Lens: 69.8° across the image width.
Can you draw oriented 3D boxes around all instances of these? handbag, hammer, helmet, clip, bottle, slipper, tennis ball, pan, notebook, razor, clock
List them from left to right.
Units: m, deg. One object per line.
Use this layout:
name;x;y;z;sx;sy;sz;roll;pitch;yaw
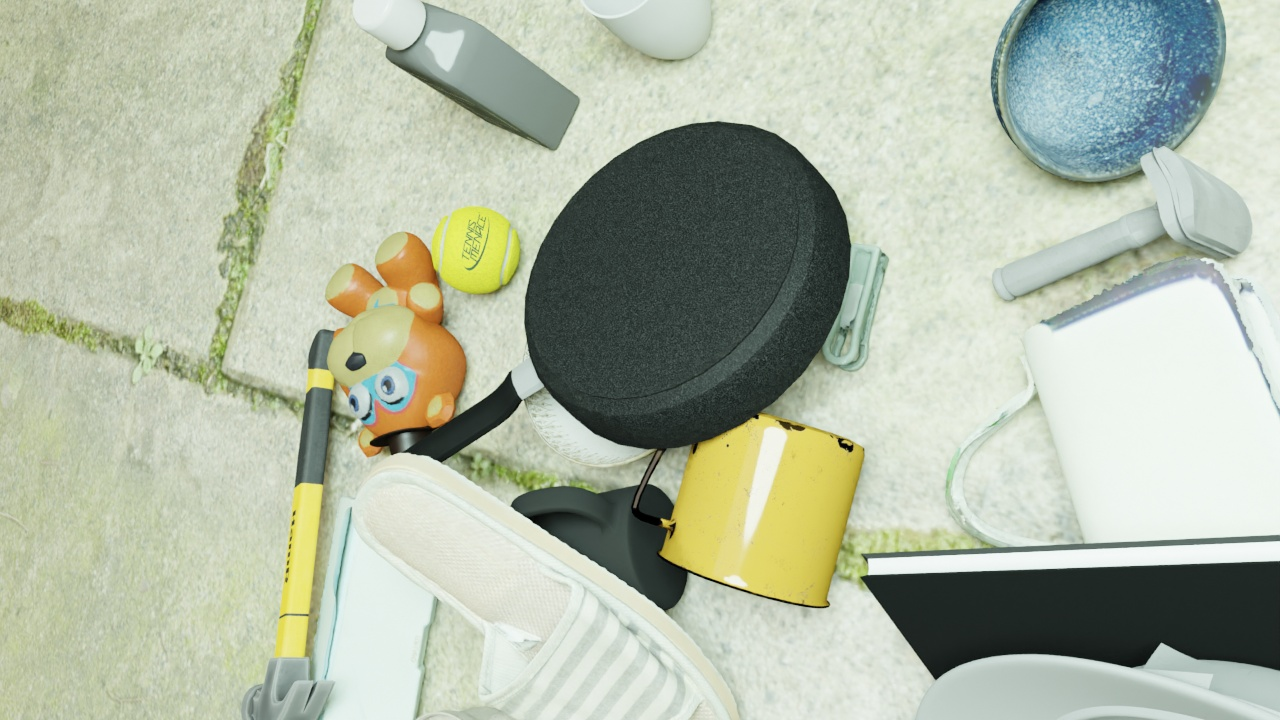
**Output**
hammer;-0.264;0.129;0.724;0.170;0.034;0.324;-29;56;53
bottle;-0.127;-0.212;0.651;0.084;0.173;0.046;29;96;31
tennis ball;-0.123;-0.083;0.687;0.065;0.065;0.065;-6;78;29
clock;-0.098;0.273;0.610;0.157;0.061;0.103;-44;61;24
slipper;-0.059;0.158;0.539;0.272;0.053;0.115;41;118;-3
pan;-0.044;-0.011;0.555;0.356;0.044;0.204;-32;52;16
clip;0.130;-0.031;0.554;0.023;0.042;0.076;13;86;33
razor;0.240;-0.061;0.479;0.116;0.088;0.047;-27;67;44
handbag;0.238;0.048;0.464;0.176;0.073;0.151;-29;65;43
notebook;0.221;0.118;0.408;0.207;0.149;0.016;-9;50;28
helmet;0.264;0.192;0.388;0.271;0.117;0.184;27;126;28

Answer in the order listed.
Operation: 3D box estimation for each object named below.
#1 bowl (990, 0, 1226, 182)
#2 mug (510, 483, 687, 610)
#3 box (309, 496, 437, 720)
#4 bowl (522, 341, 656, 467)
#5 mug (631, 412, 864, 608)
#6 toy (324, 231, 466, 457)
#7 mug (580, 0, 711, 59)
bowl;0.238;-0.157;0.489;0.114;0.060;0.114;0;111;0
mug;-0.034;0.114;0.573;0.088;0.113;0.078;-16;46;27
box;-0.209;0.207;0.699;0.126;0.074;0.197;-2;76;49
bowl;-0.003;0.004;0.598;0.145;0.063;0.145;-12;66;28
mug;0.059;0.076;0.523;0.123;0.100;0.094;17;86;-11
toy;-0.184;-0.004;0.700;0.112;0.096;0.176;-26;80;27
mug;0.008;-0.263;0.631;0.071;0.089;0.107;-16;73;27
